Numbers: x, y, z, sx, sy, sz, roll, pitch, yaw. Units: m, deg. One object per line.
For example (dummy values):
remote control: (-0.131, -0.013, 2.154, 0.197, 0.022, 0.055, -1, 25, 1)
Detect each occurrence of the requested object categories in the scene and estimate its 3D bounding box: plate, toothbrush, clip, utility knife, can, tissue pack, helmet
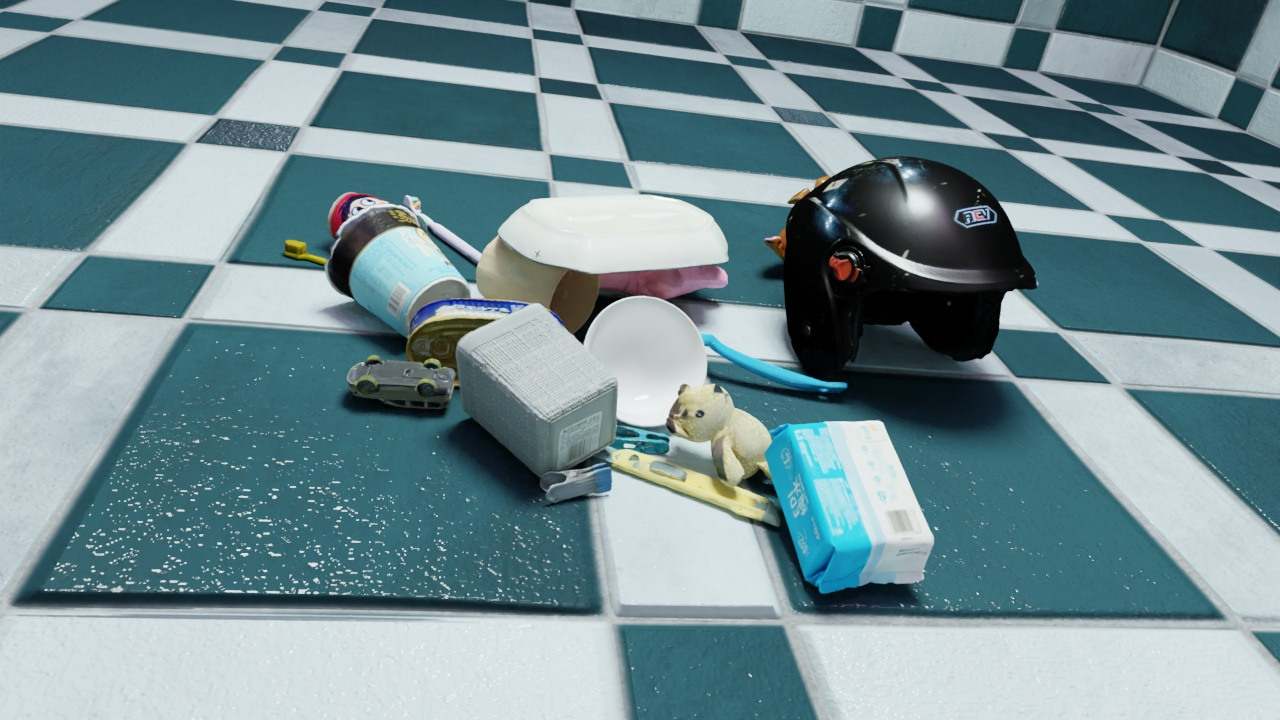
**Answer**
plate: (-0.021, -0.142, 0.980, 0.265, 0.034, 0.162, -9, 33, -35)
toothbrush: (-0.305, -0.100, 1.001, 0.190, 0.017, 0.015, 17, 31, 12)
toothbrush: (-0.236, -0.156, 1.118, 0.021, 0.029, 0.189, -46, 52, -8)
clip: (-0.051, 0.097, 0.729, 0.057, 0.025, 0.033, -10, 31, -21)
clip: (-0.001, 0.070, 0.800, 0.056, 0.014, 0.040, 9, 30, 1)
utility knife: (0.019, 0.096, 0.765, 0.207, 0.021, 0.030, 14, 30, 17)
can: (-0.298, -0.148, 1.036, 0.094, 0.067, 0.066, 22, 32, 22)
can: (-0.139, -0.016, 0.847, 0.148, 0.075, 0.049, 3, 28, -12)
tissue pack: (0.156, 0.109, 0.706, 0.090, 0.063, 0.140, -1, 52, -19)
helmet: (0.273, -0.103, 0.970, 0.233, 0.230, 0.275, -8, -5, -28)

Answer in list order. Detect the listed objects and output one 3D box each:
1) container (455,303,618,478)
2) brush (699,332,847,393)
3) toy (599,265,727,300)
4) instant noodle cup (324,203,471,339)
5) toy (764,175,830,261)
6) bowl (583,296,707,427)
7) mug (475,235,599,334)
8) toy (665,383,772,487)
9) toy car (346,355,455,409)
container: (-0.082, 0.028, 0.760, 0.090, 0.090, 0.114, -29, 51, -30)
brush: (0.083, -0.005, 0.918, 0.254, 0.083, 0.045, 17, 72, -3)
toy: (-0.015, -0.113, 1.052, 0.195, 0.075, 0.178, 29, 27, 35)
instant noodle cup: (-0.232, -0.079, 0.909, 0.120, 0.111, 0.111, 39, 39, 28)
toy: (0.247, -0.167, 1.193, 0.140, 0.131, 0.199, 29, 44, 20)
bowl: (-0.005, 0.005, 0.847, 0.118, 0.118, 0.065, -2, -8, -20)
mug: (-0.120, -0.068, 0.953, 0.103, 0.084, 0.124, 25, 59, 27)
toy: (0.097, 0.070, 0.778, 0.157, 0.066, 0.104, 26, 33, -3)
toy car: (-0.209, 0.021, 0.800, 0.090, 0.035, 0.042, 6, 28, -7)
